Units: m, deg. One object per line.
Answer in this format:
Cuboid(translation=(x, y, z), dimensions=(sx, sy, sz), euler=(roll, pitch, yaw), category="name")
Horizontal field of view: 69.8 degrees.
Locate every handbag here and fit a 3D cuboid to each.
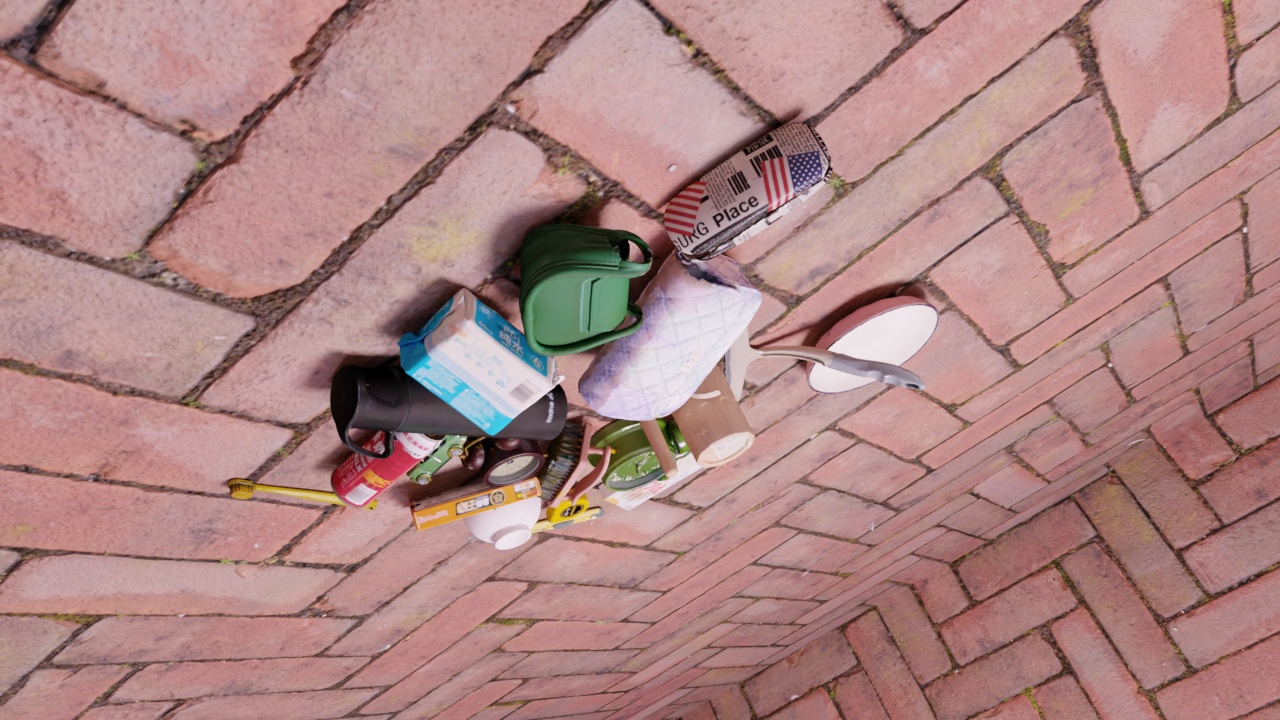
Cuboid(translation=(-0.052, -0.064, 0.842), dimensions=(0.120, 0.067, 0.131), euler=(-4, 145, -6), category="handbag")
Cuboid(translation=(0.034, -0.024, 0.961), dimensions=(0.134, 0.075, 0.194), euler=(7, 127, -45), category="handbag")

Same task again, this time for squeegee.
Cuboid(translation=(0.229, 0.003, 1.141), dimensions=(0.247, 0.039, 0.247), euler=(8, 150, 9), category="squeegee")

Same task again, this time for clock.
Cuboid(translation=(0.006, 0.122, 1.217), dimensions=(0.161, 0.056, 0.116), euler=(-7, 147, -29), category="clock")
Cuboid(translation=(-0.160, 0.103, 1.061), dimensions=(0.082, 0.055, 0.122), euler=(-30, 153, 9), category="clock")

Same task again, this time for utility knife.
Cuboid(translation=(-0.132, 0.240, 1.351), dimensions=(0.177, 0.019, 0.031), euler=(-6, 140, -22), category="utility knife")

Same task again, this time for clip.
Cuboid(translation=(0.043, 0.041, 1.109), dimensions=(0.097, 0.060, 0.034), euler=(-30, 155, 6), category="clip")

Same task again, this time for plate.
Cuboid(translation=(0.302, -0.026, 1.222), dimensions=(0.192, 0.039, 0.193), euler=(-18, 150, -11), category="plate")

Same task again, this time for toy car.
Cuboid(translation=(-0.228, 0.097, 1.013), dimensions=(0.091, 0.043, 0.036), euler=(-45, 131, 17), category="toy car")

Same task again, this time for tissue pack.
Cuboid(translation=(-0.150, 0.003, 0.867), dimensions=(0.090, 0.063, 0.140), euler=(-38, 121, 21), category="tissue pack")

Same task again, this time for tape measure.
Cuboid(translation=(-0.103, 0.200, 1.288), dimensions=(0.057, 0.029, 0.060), euler=(-8, 146, -26), category="tape measure")

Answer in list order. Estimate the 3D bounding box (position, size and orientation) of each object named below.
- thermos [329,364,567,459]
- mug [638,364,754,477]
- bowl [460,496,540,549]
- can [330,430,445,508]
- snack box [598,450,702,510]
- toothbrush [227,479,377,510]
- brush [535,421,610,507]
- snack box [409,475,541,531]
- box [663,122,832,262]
Cuboid(translation=(-0.191, 0.055, 0.936), dimensions=(0.242, 0.090, 0.069), euler=(6, -178, -42), category="thermos")
Cuboid(translation=(0.067, 0.078, 1.144), dimensions=(0.124, 0.103, 0.084), euler=(-25, 151, -2), category="mug")
Cuboid(translation=(-0.177, 0.209, 1.211), dimensions=(0.118, 0.064, 0.118), euler=(-19, 151, -12), category="bowl")
Cuboid(translation=(-0.269, 0.101, 0.979), dimensions=(0.133, 0.053, 0.053), euler=(-38, 148, 21), category="can")
Cuboid(translation=(0.024, 0.161, 1.326), dimensions=(0.157, 0.027, 0.084), euler=(-33, 150, 12), category="snack box")
Cuboid(translation=(-0.371, 0.153, 1.022), dimensions=(0.016, 0.016, 0.190), euler=(-37, 148, 21), category="toothbrush")
Cuboid(translation=(-0.089, 0.141, 1.156), dimensions=(0.073, 0.063, 0.146), euler=(17, 139, -13), category="brush")
Cuboid(translation=(-0.204, 0.169, 1.125), dimensions=(0.153, 0.026, 0.075), euler=(-15, -174, -16), category="snack box")
Cuboid(translation=(0.095, -0.154, 0.833), dimensions=(0.164, 0.074, 0.077), euler=(-30, 145, 12), category="box")
